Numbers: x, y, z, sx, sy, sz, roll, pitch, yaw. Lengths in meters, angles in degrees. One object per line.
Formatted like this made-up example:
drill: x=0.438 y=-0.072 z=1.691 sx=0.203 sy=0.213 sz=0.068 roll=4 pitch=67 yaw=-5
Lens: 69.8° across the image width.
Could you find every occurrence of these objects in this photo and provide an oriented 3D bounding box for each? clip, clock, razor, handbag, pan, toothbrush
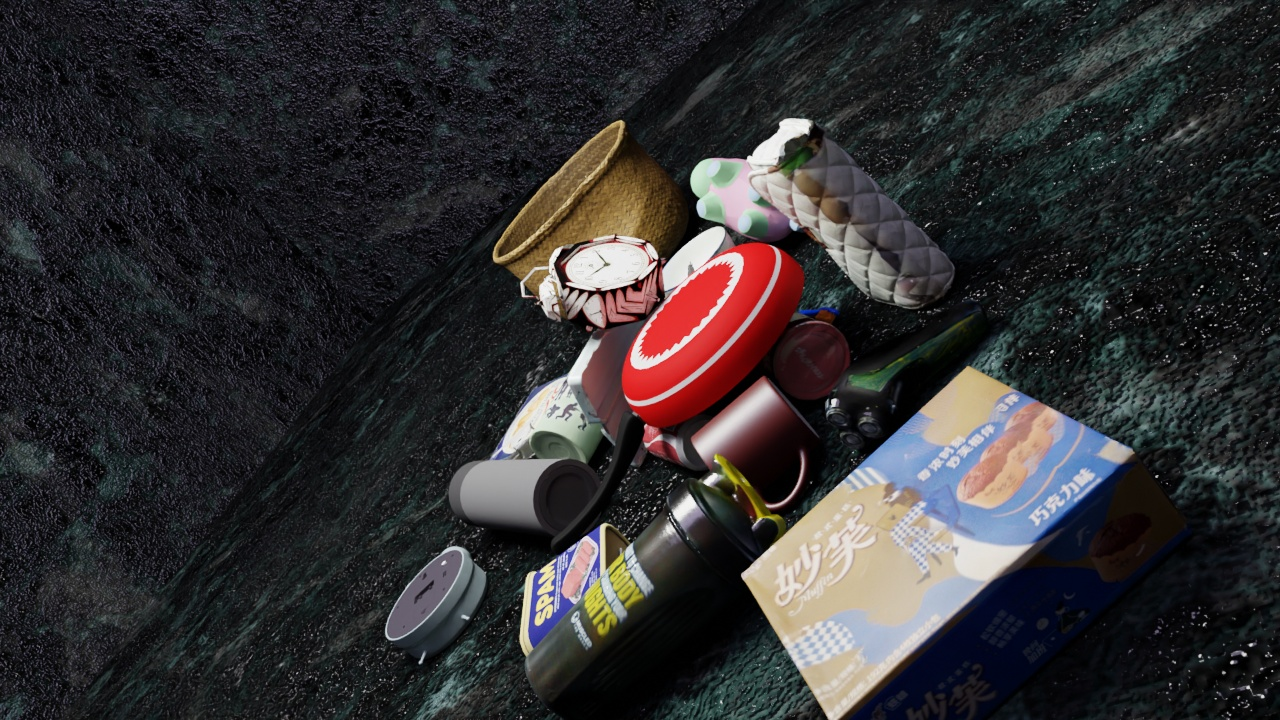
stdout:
clip: x=-0.146 y=0.092 z=1.125 sx=0.102 sy=0.050 sz=0.058 roll=-46 pitch=8 yaw=5
clock: x=-0.232 y=0.272 z=1.050 sx=0.122 sy=0.045 sz=0.159 roll=-43 pitch=19 yaw=2
razor: x=0.211 y=0.010 z=0.714 sx=0.151 sy=0.054 sz=0.067 roll=-37 pitch=30 yaw=1
clock: x=-0.051 y=-0.077 z=0.975 sx=0.155 sy=0.065 sz=0.114 roll=-1 pitch=38 yaw=10
handbag: x=0.184 y=-0.130 z=0.828 sx=0.072 sy=0.195 sz=0.138 roll=-48 pitch=15 yaw=7
pan: x=0.017 y=0.029 z=0.867 sx=0.356 sy=0.067 sz=0.209 roll=-49 pitch=18 yaw=-5
toothbrush: x=0.149 y=-0.044 z=0.980 sx=0.018 sy=0.016 sz=0.183 roll=-56 pitch=22 yaw=-17

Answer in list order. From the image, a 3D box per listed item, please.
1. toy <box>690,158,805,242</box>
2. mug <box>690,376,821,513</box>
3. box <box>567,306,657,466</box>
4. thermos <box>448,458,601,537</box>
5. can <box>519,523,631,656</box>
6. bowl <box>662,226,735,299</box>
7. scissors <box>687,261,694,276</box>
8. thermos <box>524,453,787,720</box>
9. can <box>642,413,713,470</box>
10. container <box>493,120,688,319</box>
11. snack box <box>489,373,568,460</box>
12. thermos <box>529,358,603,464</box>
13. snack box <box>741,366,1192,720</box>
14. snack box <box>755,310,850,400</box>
toy: x=0.154 y=-0.205 z=1.171 sx=0.222 sy=0.170 sz=0.120 roll=34 pitch=116 yaw=41
mug: x=0.104 y=0.077 z=0.762 sx=0.082 sy=0.073 sz=0.105 roll=-41 pitch=48 yaw=8
box: x=-0.010 y=0.006 z=1.016 sx=0.041 sy=0.134 sz=0.196 roll=-9 pitch=36 yaw=31
thermos: x=-0.137 y=0.154 z=1.044 sx=0.082 sy=0.082 sz=0.241 roll=-54 pitch=22 yaw=-25
can: x=-0.050 y=0.208 z=0.804 sx=0.092 sy=0.056 sz=0.116 roll=-38 pitch=20 yaw=13
bowl: x=0.082 y=-0.108 z=1.176 sx=0.118 sy=0.062 sz=0.118 roll=-39 pitch=20 yaw=17
scissors: x=0.057 y=-0.044 z=1.076 sx=0.121 sy=0.012 sz=0.171 roll=-49 pitch=42 yaw=11
thermos: x=0.013 y=0.180 z=0.695 sx=0.221 sy=0.098 sz=0.098 roll=-46 pitch=19 yaw=8
can: x=0.040 y=0.075 z=0.899 sx=0.054 sy=0.054 sz=0.097 roll=-49 pitch=20 yaw=-13
container: x=-0.070 y=-0.217 z=1.500 sx=0.308 sy=0.196 sz=0.306 roll=-38 pitch=22 yaw=18
snack box: x=-0.121 y=0.083 z=1.217 sx=0.145 sy=0.042 sz=0.144 roll=-24 pitch=28 yaw=45
thermos: x=-0.050 y=0.030 z=1.139 sx=0.083 sy=0.082 sz=0.230 roll=-24 pitch=27 yaw=44
snack box: x=0.174 y=0.114 z=0.533 sx=0.203 sy=0.069 sz=0.155 roll=-43 pitch=19 yaw=3
snack box: x=0.138 y=-0.013 z=0.860 sx=0.072 sy=0.072 sz=0.121 roll=-44 pitch=19 yaw=1
